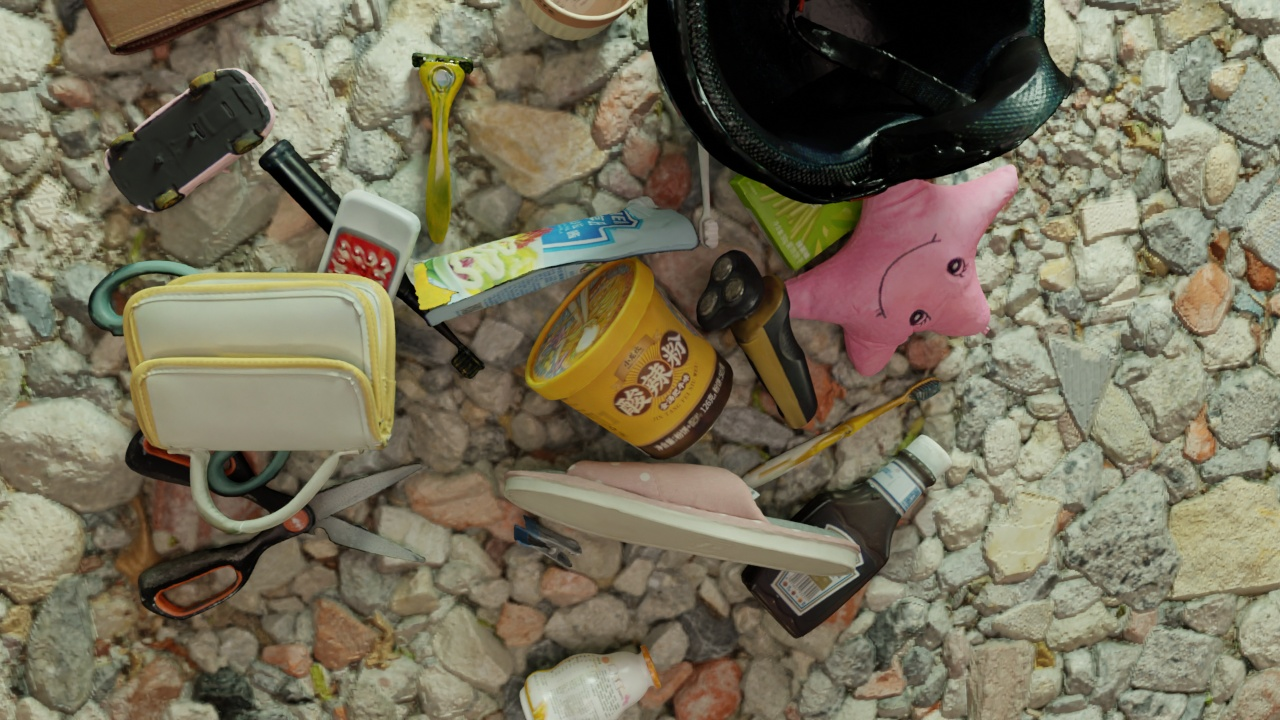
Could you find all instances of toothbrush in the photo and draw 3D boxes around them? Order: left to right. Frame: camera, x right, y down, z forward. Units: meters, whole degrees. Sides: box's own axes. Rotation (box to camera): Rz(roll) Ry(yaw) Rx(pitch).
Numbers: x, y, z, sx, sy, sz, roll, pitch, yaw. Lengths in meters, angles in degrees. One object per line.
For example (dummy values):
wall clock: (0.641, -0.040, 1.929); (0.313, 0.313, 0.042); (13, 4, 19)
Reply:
toothbrush: (-0.189, -0.068, 0.663); (0.212, 0.026, 0.027); (49, 64, -15)
toothbrush: (0.047, -0.174, 0.689); (0.016, 0.016, 0.180); (-6, 102, -11)
toothbrush: (0.166, 0.061, 0.756); (0.191, 0.018, 0.016); (-27, 103, -4)

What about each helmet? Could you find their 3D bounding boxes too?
helmet: (0.118, -0.220, 0.573); (0.274, 0.230, 0.233); (-35, 107, -13)

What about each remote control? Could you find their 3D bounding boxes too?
remote control: (-0.201, -0.051, 0.646); (0.056, 0.020, 0.136); (25, 113, -7)

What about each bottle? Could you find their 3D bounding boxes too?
bottle: (-0.039, 0.266, 0.736); (0.108, 0.063, 0.063); (-21, 104, -5)
bottle: (0.176, 0.139, 0.761); (0.195, 0.044, 0.080); (-43, 98, -1)

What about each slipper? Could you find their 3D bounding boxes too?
slipper: (0.033, 0.111, 0.691); (0.274, 0.114, 0.054); (13, 68, -4)

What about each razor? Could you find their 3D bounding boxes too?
razor: (-0.143, -0.149, 0.656); (0.043, 0.028, 0.132); (2, 102, -14)
razor: (0.093, -0.008, 0.691); (0.067, 0.062, 0.167); (-29, 130, 5)

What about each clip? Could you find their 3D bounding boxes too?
clip: (-0.073, 0.144, 0.726); (0.058, 0.025, 0.036); (35, 100, -20)

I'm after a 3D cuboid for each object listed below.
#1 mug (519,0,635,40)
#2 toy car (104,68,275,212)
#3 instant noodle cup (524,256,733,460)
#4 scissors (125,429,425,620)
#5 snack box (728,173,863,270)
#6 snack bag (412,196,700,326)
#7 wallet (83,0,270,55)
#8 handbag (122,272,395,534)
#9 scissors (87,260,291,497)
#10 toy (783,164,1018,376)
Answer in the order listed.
mug: (-0.042, -0.276, 0.607); (0.081, 0.106, 0.114); (-6, 102, -10)
toy car: (-0.303, -0.149, 0.622); (0.122, 0.037, 0.056); (-31, 102, 10)
instant noodle cup: (-0.004, 0.004, 0.668); (0.114, 0.118, 0.118); (40, 92, -23)
scissors: (-0.281, 0.115, 0.684); (0.221, 0.021, 0.228); (-40, 104, 0)
snack box: (0.155, -0.150, 0.709); (0.156, 0.026, 0.086); (-37, 106, -2)
snack bag: (-0.062, -0.074, 0.642); (0.191, 0.110, 0.039); (-18, 107, -6)
wallet: (-0.312, -0.269, 0.600); (0.124, 0.032, 0.101); (-25, 101, -5)
handbag: (-0.250, 0.032, 0.613); (0.163, 0.063, 0.179); (0, 100, 0)
scissors: (-0.309, 0.005, 0.646); (0.170, 0.019, 0.171); (18, 97, -2)
toy: (0.213, -0.072, 0.702); (0.178, 0.074, 0.195); (28, 112, -24)
